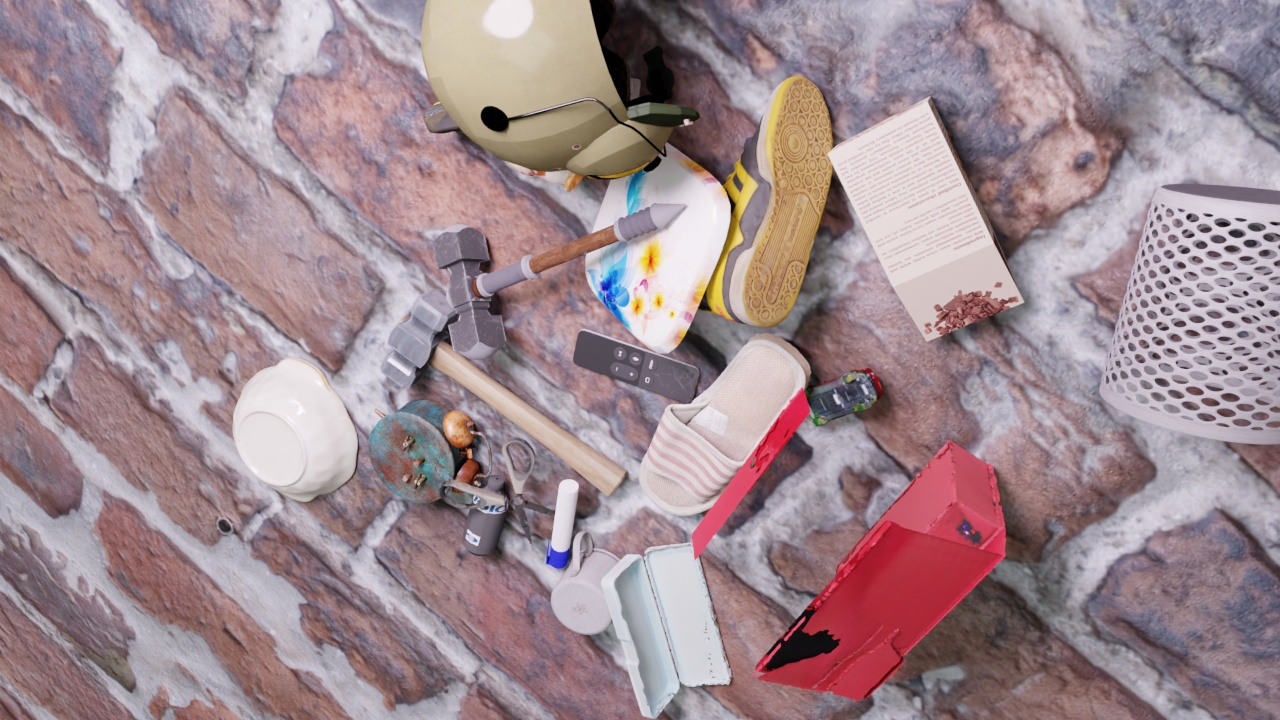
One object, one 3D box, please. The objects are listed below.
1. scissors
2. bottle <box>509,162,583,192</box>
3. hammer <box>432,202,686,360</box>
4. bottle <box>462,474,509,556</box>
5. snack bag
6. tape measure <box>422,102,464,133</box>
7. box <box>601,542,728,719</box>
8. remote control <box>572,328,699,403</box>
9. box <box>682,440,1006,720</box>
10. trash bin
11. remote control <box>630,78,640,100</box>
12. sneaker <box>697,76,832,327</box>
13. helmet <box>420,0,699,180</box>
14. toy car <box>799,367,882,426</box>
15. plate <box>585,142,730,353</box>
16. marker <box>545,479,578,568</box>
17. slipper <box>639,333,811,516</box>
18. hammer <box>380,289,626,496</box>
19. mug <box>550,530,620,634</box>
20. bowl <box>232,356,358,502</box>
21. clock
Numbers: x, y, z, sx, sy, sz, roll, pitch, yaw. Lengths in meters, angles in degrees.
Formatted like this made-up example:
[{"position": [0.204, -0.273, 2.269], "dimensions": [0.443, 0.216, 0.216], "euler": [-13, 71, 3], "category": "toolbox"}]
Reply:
[{"position": [-0.161, 0.161, 1.101], "dimensions": [0.157, 0.012, 0.171], "euler": [-1, 121, -3], "category": "scissors"}, {"position": [-0.108, -0.221, 0.957], "dimensions": [0.109, 0.063, 0.063], "euler": [38, 117, 3], "category": "bottle"}, {"position": [-0.086, -0.107, 0.948], "dimensions": [0.323, 0.043, 0.156], "euler": [-16, 83, 35], "category": "hammer"}, {"position": [-0.192, 0.194, 1.151], "dimensions": [0.047, 0.046, 0.113], "euler": [24, 115, 10], "category": "bottle"}, {"position": [0.267, -0.126, 0.852], "dimensions": [0.095, 0.069, 0.206], "euler": [-25, 100, 26], "category": "snack bag"}, {"position": [-0.188, -0.261, 0.972], "dimensions": [0.066, 0.064, 0.037], "euler": [-13, 112, 15], "category": "tape measure"}, {"position": [0.032, 0.324, 1.104], "dimensions": [0.122, 0.078, 0.197], "euler": [-15, 106, 4], "category": "box"}, {"position": [-0.006, 0.006, 1.034], "dimensions": [0.147, 0.008, 0.045], "euler": [19, 115, 13], "category": "remote control"}, {"position": [0.221, 0.218, 0.831], "dimensions": [0.124, 0.377, 0.212], "euler": [43, 119, 19], "category": "box"}, {"position": [0.484, -0.046, 0.758], "dimensions": [0.156, 0.156, 0.183], "euler": [9, 109, 17], "category": "trash bin"}, {"position": [-0.069, -0.266, 0.924], "dimensions": [0.136, 0.011, 0.050], "euler": [7, 80, 2], "category": "remote control"}, {"position": [0.107, -0.151, 0.896], "dimensions": [0.122, 0.086, 0.238], "euler": [8, 83, 55], "category": "sneaker"}, {"position": [-0.071, -0.279, 0.803], "dimensions": [0.233, 0.255, 0.250], "euler": [-8, 104, 19], "category": "helmet"}, {"position": [0.206, 0.037, 0.951], "dimensions": [0.091, 0.036, 0.042], "euler": [-27, 91, 38], "category": "toy car"}, {"position": [0.007, -0.118, 0.918], "dimensions": [0.187, 0.016, 0.187], "euler": [47, 125, 41], "category": "plate"}, {"position": [-0.095, 0.200, 1.113], "dimensions": [0.027, 0.023, 0.133], "euler": [6, 126, -6], "category": "marker"}, {"position": [0.081, 0.079, 0.996], "dimensions": [0.115, 0.052, 0.264], "euler": [41, 123, 6], "category": "slipper"}, {"position": [-0.156, 0.052, 1.088], "dimensions": [0.323, 0.051, 0.117], "euler": [36, 117, 2], "category": "hammer"}, {"position": [-0.065, 0.270, 1.119], "dimensions": [0.084, 0.070, 0.113], "euler": [-11, 107, 23], "category": "mug"}, {"position": [-0.470, 0.104, 1.212], "dimensions": [0.188, 0.060, 0.220], "euler": [20, 114, 12], "category": "bowl"}, {"position": [-0.257, 0.114, 1.130], "dimensions": [0.158, 0.073, 0.121], "euler": [3, 110, 18], "category": "clock"}]
